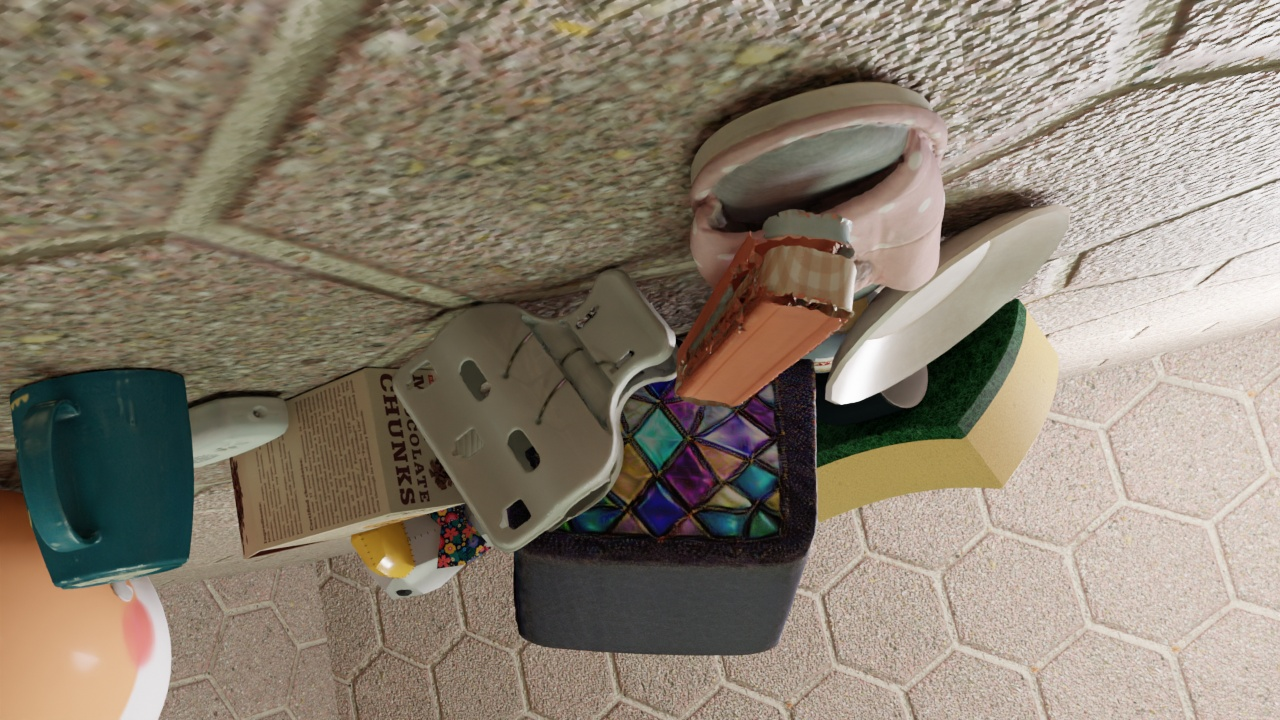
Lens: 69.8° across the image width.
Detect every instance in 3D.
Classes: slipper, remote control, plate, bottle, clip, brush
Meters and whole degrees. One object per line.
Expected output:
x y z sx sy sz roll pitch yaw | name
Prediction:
0.090 -0.053 0.439 0.114 0.054 0.274 -16 168 13 | slipper
-0.287 0.049 0.612 0.115 0.028 0.060 -20 168 34 | remote control
0.191 -0.040 0.597 0.188 0.027 0.189 -29 158 -13 | plate
0.147 -0.026 0.686 0.072 0.046 0.161 -14 170 8 | bottle
-0.047 0.017 0.505 0.147 0.125 0.082 -36 165 -8 | clip
0.275 0.054 0.922 0.251 0.075 0.194 -25 -161 50 | brush

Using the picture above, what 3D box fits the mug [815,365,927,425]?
0.218 0.006 0.883 0.121 0.085 0.095 -41 -169 -38 | mug

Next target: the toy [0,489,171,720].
-0.482 0.213 0.650 0.265 0.263 0.281 -39 161 -25 | toy

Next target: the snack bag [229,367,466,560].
-0.231 0.080 0.660 0.207 0.094 0.069 -19 168 31 | snack bag

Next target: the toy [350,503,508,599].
-0.098 0.125 0.785 0.268 0.140 0.246 -31 155 9 | toy

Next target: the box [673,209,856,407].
0.047 -0.008 0.402 0.058 0.053 0.187 -27 170 -13 | box

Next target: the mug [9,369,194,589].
-0.283 0.063 0.478 0.084 0.104 0.112 -12 170 -6 | mug

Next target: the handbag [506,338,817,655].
0.011 0.068 0.607 0.205 0.221 0.126 2 136 -2 | handbag

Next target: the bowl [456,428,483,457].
-0.190 0.087 0.843 0.115 0.062 0.115 -12 170 -2 | bowl

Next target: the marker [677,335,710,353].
-0.004 0.004 0.725 0.126 0.025 0.025 -15 170 13 | marker
